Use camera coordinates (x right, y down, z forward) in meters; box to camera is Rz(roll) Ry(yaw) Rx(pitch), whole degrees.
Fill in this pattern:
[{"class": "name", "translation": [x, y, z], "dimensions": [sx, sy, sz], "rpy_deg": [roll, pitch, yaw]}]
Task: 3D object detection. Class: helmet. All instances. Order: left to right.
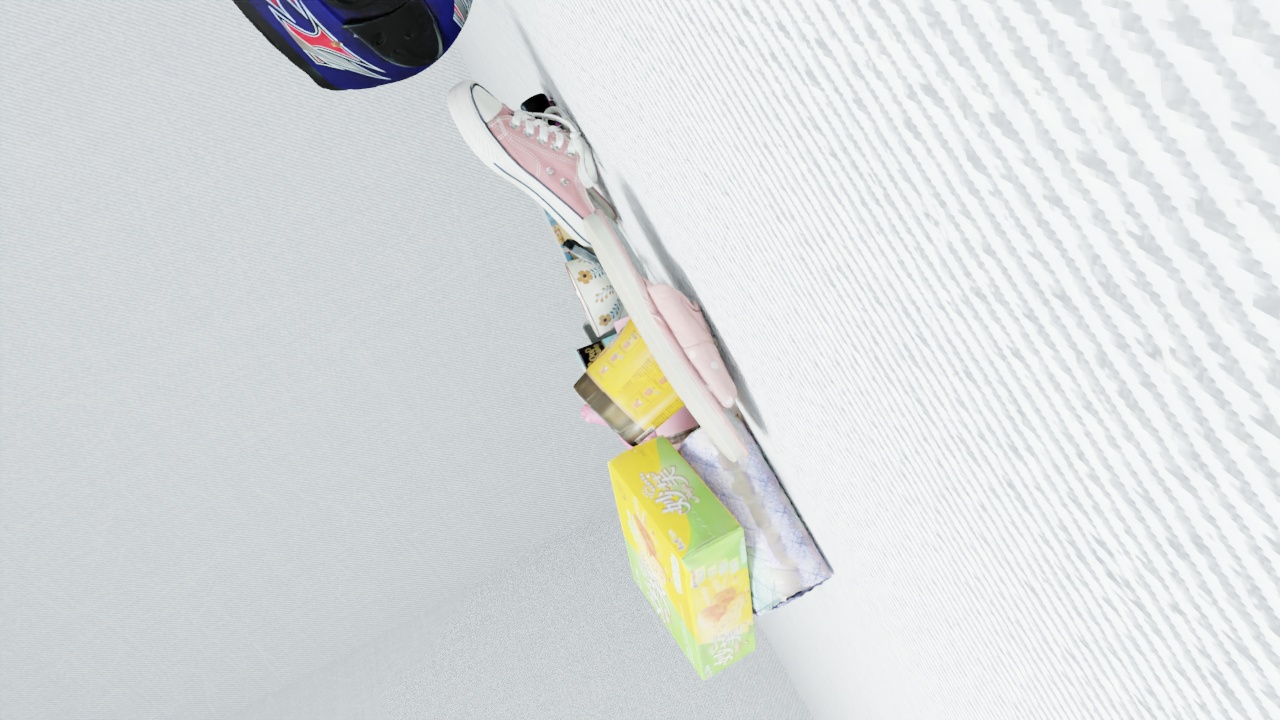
[{"class": "helmet", "translation": [-0.316, -0.454, 1.013], "dimensions": [0.247, 0.240, 0.315], "rpy_deg": [61, -173, 16]}]

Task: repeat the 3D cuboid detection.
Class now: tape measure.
[{"class": "tape measure", "translation": [-0.117, -0.293, 1.109], "dimensions": [0.057, 0.039, 0.058], "rpy_deg": [61, -178, 10]}]

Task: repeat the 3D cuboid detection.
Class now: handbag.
[{"class": "handbag", "translation": [0.109, 0.158, 0.944], "dimensions": [0.194, 0.075, 0.134], "rpy_deg": [60, 160, 16]}]

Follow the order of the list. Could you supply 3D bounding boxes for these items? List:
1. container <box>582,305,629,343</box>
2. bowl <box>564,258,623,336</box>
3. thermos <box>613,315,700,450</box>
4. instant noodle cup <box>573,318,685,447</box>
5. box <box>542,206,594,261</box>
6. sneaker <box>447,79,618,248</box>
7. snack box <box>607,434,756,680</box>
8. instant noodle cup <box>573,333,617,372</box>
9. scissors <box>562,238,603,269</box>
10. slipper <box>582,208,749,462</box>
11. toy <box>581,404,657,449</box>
[{"class": "container", "translation": [-0.023, -0.020, 1.492], "dimensions": [0.090, 0.090, 0.114], "rpy_deg": [60, 179, 42]}, {"class": "bowl", "translation": [-0.056, -0.097, 1.283], "dimensions": [0.113, 0.062, 0.113], "rpy_deg": [153, 92, -87]}, {"class": "thermos", "translation": [0.036, 0.035, 1.072], "dimensions": [0.087, 0.067, 0.198], "rpy_deg": [-35, -78, -81]}, {"class": "instant noodle cup", "translation": [0.001, 0.020, 0.966], "dimensions": [0.118, 0.114, 0.118], "rpy_deg": [44, 179, 0]}, {"class": "box", "translation": [-0.093, -0.190, 1.319], "dimensions": [0.184, 0.064, 0.089], "rpy_deg": [70, 178, -55]}, {"class": "sneaker", "translation": [-0.100, -0.226, 1.005], "dimensions": [0.241, 0.088, 0.118], "rpy_deg": [42, -150, -25]}, {"class": "snack box", "translation": [0.044, 0.204, 0.948], "dimensions": [0.157, 0.070, 0.210], "rpy_deg": [47, 155, 45]}, {"class": "instant noodle cup", "translation": [-0.007, 0.007, 1.165], "dimensions": [0.111, 0.120, 0.111], "rpy_deg": [63, 178, 3]}, {"class": "scissors", "translation": [-0.018, -0.093, 1.046], "dimensions": [0.181, 0.014, 0.159], "rpy_deg": [34, -165, 19]}, {"class": "slipper", "translation": [0.032, -0.030, 0.854], "dimensions": [0.274, 0.054, 0.114], "rpy_deg": [58, 176, 13]}, {"class": "toy", "translation": [-0.006, 0.051, 1.271], "dimensions": [0.075, 0.194, 0.178], "rpy_deg": [-32, 86, 46]}]
